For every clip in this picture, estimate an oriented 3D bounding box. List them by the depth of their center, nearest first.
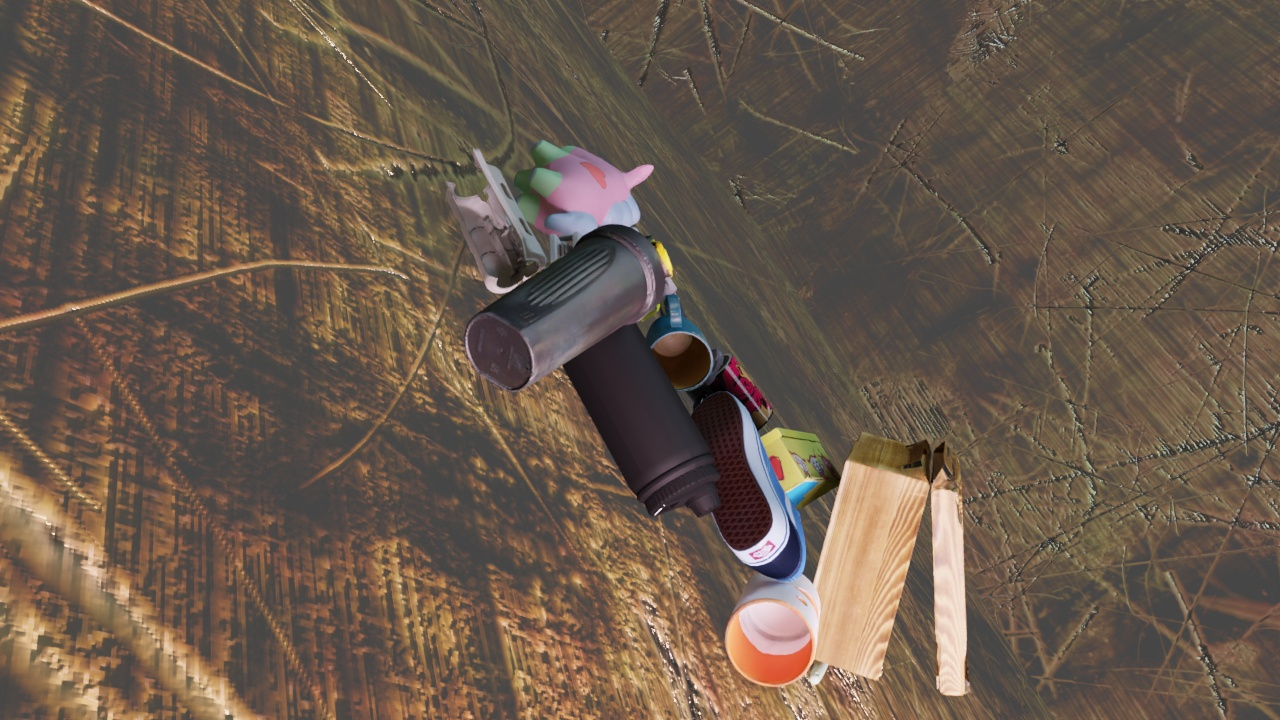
[{"bbox_3d":[-0.146,-0.120,0.917,0.152,0.101,0.126,88,-22,-63],"label":"clip"}]

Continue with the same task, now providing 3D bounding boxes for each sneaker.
[{"bbox_3d":[0.109,0.133,0.946,0.098,0.083,0.241,46,16,-32],"label":"sneaker"}]

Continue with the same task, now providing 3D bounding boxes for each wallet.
[{"bbox_3d":[-0.068,-0.068,0.953,0.115,0.037,0.118,58,28,-81],"label":"wallet"}]

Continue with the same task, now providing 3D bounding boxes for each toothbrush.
[{"bbox_3d":[0.211,0.343,1.055,0.022,0.015,0.154,27,9,18],"label":"toothbrush"}]

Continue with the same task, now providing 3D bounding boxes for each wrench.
[{"bbox_3d":[0.063,-0.035,1.321,0.022,0.073,0.273,48,11,-27],"label":"wrench"}]

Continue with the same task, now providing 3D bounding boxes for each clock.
[{"bbox_3d":[0.007,-0.136,1.266,0.122,0.035,0.094,59,5,18],"label":"clock"}]

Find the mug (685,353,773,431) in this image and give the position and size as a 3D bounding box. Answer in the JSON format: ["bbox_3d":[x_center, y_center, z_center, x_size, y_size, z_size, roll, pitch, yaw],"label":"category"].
[{"bbox_3d":[0.114,0.063,1.254,0.098,0.082,0.117,52,43,-11],"label":"mug"}]

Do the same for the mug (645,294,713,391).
[{"bbox_3d":[0.044,-0.030,1.182,0.104,0.084,0.112,-101,-174,-70],"label":"mug"}]

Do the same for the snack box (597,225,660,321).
[{"bbox_3d":[-0.028,-0.124,1.293,0.148,0.029,0.040,53,16,-9],"label":"snack box"}]

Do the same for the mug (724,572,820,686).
[{"bbox_3d":[0.129,0.251,0.877,0.082,0.082,0.105,56,15,4],"label":"mug"}]

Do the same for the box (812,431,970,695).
[{"bbox_3d":[0.320,0.219,1.104,0.192,0.251,0.278,13,6,18],"label":"box"}]

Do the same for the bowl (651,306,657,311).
[{"bbox_3d":[-0.028,-0.102,1.202,0.114,0.045,0.114,56,5,-8],"label":"bowl"}]

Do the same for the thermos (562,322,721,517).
[{"bbox_3d":[0.006,0.065,0.891,0.198,0.086,0.086,60,16,17],"label":"thermos"}]

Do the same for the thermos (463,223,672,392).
[{"bbox_3d":[-0.056,-0.051,0.808,0.098,0.098,0.220,54,41,-3],"label":"thermos"}]

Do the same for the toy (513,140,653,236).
[{"bbox_3d":[-0.072,-0.202,1.155,0.171,0.120,0.221,25,31,-22],"label":"toy"}]

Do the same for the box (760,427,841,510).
[{"bbox_3d":[0.163,0.146,1.129,0.079,0.125,0.220,61,18,20],"label":"box"}]
